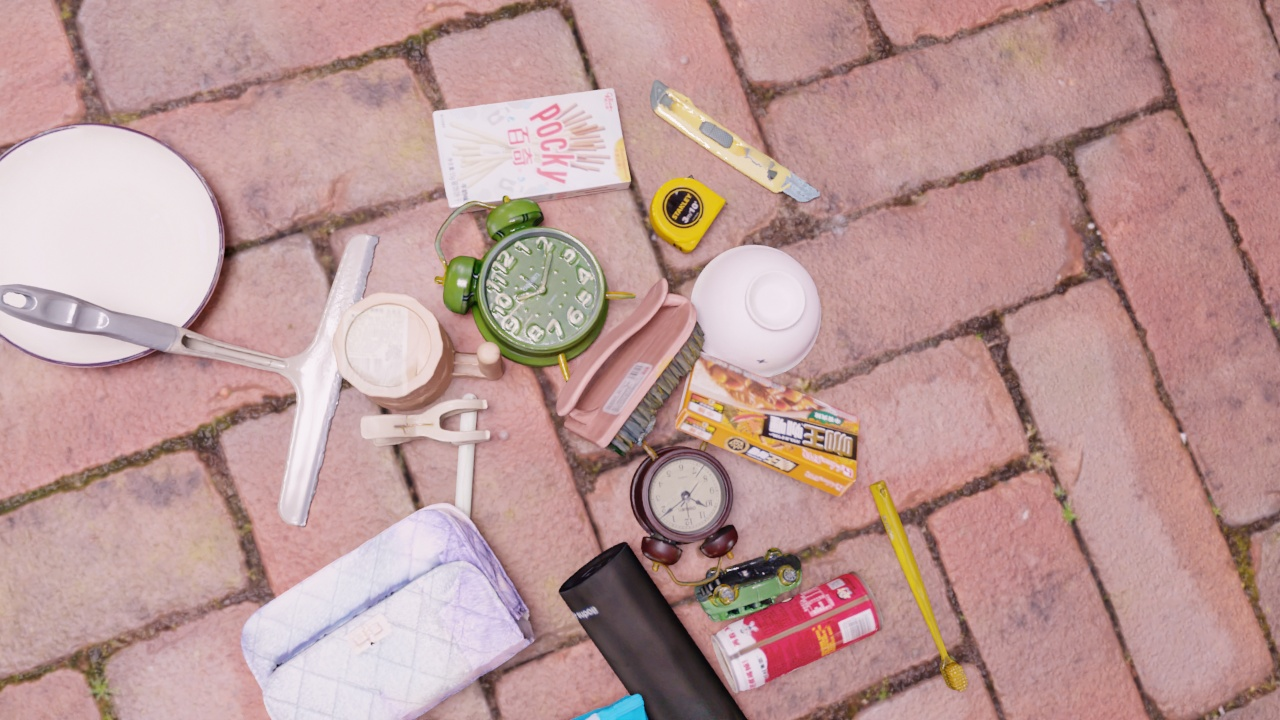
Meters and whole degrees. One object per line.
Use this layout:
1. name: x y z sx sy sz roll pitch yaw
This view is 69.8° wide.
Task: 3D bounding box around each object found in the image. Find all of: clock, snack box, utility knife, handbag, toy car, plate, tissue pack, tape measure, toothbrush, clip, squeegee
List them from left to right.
1. plate: -0.424 -0.088 0.722 0.192 0.039 0.192 1 84 -8
2. squeegee: -0.345 -0.014 0.689 0.246 0.039 0.246 18 81 -39
3. handbag: -0.193 0.206 0.692 0.194 0.075 0.134 -33 88 1
4. clip: -0.169 0.051 0.729 0.097 0.060 0.034 -4 80 -7
5. toothbrush: -0.146 0.121 0.748 0.029 0.020 0.189 4 83 -14
6. clock: -0.095 -0.065 0.754 0.161 0.056 0.116 37 80 -3
7. snack box: -0.092 -0.178 0.782 0.156 0.027 0.084 -10 85 -8
8. tissue pack: -0.023 0.326 0.703 0.090 0.063 0.140 -21 115 -9
9. tape measure: 0.036 -0.128 0.792 0.057 0.029 0.060 34 81 -4
10. clock: 0.036 0.123 0.752 0.082 0.055 0.122 -7 82 -9
11. utility knife: 0.081 -0.190 0.814 0.178 0.019 0.031 33 87 -8
12. toy car: 0.091 0.186 0.759 0.091 0.043 0.036 -21 102 -1
13. snack box: 0.107 0.052 0.764 0.153 0.026 0.075 23 44 -6
14. toothbrush: 0.240 0.194 0.791 0.015 0.017 0.190 -20 87 -10

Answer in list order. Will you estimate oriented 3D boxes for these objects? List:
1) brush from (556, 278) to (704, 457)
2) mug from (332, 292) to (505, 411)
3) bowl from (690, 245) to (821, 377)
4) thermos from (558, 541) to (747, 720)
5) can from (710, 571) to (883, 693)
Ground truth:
1. brush: -0.004 0.004 0.749 0.073 0.063 0.145 44 77 -29
2. mug: -0.169 -0.003 0.714 0.124 0.103 0.084 6 83 -7
3. bowl: 0.105 -0.047 0.775 0.118 0.065 0.118 1 83 -7
4. thermos: 0.038 0.257 0.726 0.242 0.090 0.068 54 37 0
5. can: 0.128 0.223 0.755 0.132 0.053 0.053 -21 87 -9
